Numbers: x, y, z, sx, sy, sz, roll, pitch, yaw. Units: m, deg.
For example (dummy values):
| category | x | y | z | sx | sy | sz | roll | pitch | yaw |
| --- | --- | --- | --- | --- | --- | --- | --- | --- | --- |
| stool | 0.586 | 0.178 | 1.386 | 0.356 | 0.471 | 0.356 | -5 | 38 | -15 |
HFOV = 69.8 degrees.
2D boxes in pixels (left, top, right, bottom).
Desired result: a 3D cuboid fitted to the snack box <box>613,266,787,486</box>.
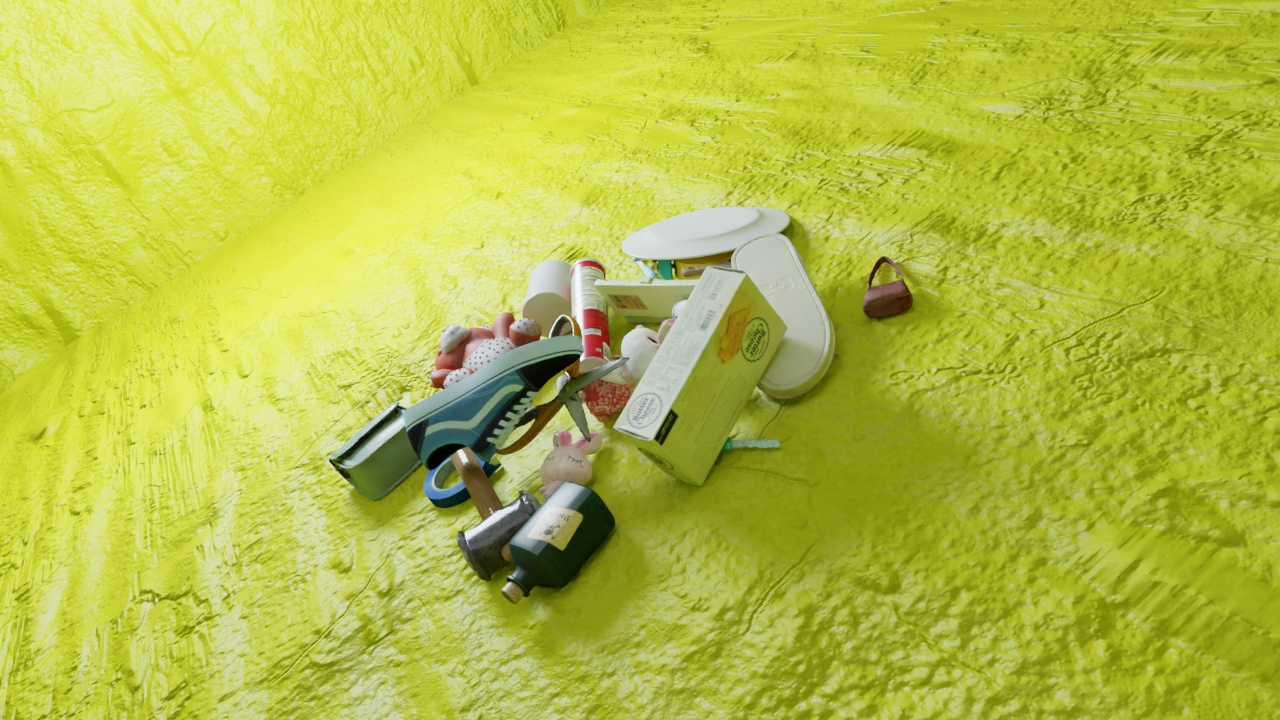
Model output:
| category | x | y | z | sx | sy | sz | roll | pitch | yaw |
| --- | --- | --- | --- | --- | --- | --- | --- | --- | --- |
| snack box | 0.067 | 0.016 | 0.964 | 0.058 | 0.104 | 0.207 | 15 | 68 | 44 |

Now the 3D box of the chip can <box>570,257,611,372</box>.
| category | x | y | z | sx | sy | sz | roll | pitch | yaw |
| --- | --- | --- | --- | --- | --- | --- | --- | --- | --- |
| chip can | -0.069 | -0.056 | 1.254 | 0.052 | 0.052 | 0.214 | -21 | 41 | 14 |

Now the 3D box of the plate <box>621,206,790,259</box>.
| category | x | y | z | sx | sy | sz | roll | pitch | yaw |
| --- | --- | --- | --- | --- | --- | --- | --- | --- | --- |
| plate | 0.091 | -0.190 | 1.310 | 0.242 | 0.016 | 0.242 | -10 | 22 | 4 |

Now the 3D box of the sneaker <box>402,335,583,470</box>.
| category | x | y | z | sx | sy | sz | roll | pitch | yaw |
| --- | --- | --- | --- | --- | --- | --- | --- | --- | --- |
| sneaker | -0.159 | 0.058 | 1.068 | 0.241 | 0.083 | 0.098 | -28 | 74 | 13 |

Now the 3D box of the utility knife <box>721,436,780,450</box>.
| category | x | y | z | sx | sy | sz | roll | pitch | yaw |
| --- | --- | --- | --- | --- | --- | --- | --- | --- | --- |
| utility knife | 0.077 | 0.091 | 0.985 | 0.162 | 0.015 | 0.022 | -2 | 53 | 38 |

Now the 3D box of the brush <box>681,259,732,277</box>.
| category | x | y | z | sx | sy | sz | roll | pitch | yaw |
| --- | --- | --- | --- | --- | --- | --- | --- | --- | --- |
| brush | 0.122 | -0.122 | 1.200 | 0.151 | 0.012 | 0.039 | -7 | 27 | -21 |

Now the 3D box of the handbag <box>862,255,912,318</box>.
| category | x | y | z | sx | sy | sz | roll | pitch | yaw |
| --- | --- | --- | --- | --- | --- | --- | --- | --- | --- |
| handbag | 0.287 | -0.092 | 1.074 | 0.055 | 0.029 | 0.119 | -14 | 28 | 20 |

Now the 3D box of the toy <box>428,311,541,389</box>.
| category | x | y | z | sx | sy | sz | roll | pitch | yaw |
| --- | --- | --- | --- | --- | --- | --- | --- | --- | --- |
| toy | -0.234 | -0.007 | 1.313 | 0.163 | 0.093 | 0.173 | -46 | 33 | -23 |

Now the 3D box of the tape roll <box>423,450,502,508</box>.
| category | x | y | z | sx | sy | sz | roll | pitch | yaw |
| --- | --- | --- | --- | --- | --- | --- | --- | --- | --- |
| tape roll | -0.231 | 0.145 | 1.157 | 0.093 | 0.016 | 0.091 | 13 | 51 | 49 |

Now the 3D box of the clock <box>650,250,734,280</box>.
| category | x | y | z | sx | sy | sz | roll | pitch | yaw |
| --- | --- | --- | --- | --- | --- | --- | --- | --- | --- |
| clock | 0.078 | -0.139 | 1.281 | 0.130 | 0.044 | 0.098 | 13 | 32 | 38 |

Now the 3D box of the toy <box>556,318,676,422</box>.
| category | x | y | z | sx | sy | sz | roll | pitch | yaw |
| --- | --- | --- | --- | --- | --- | --- | --- | --- | --- |
| toy | -0.007 | 0.006 | 1.110 | 0.194 | 0.084 | 0.159 | -28 | -8 | 11 |

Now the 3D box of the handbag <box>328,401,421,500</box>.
| category | x | y | z | sx | sy | sz | roll | pitch | yaw |
| --- | --- | --- | --- | --- | --- | --- | --- | --- | --- |
| handbag | -0.354 | 0.119 | 1.251 | 0.121 | 0.067 | 0.106 | -44 | 32 | -22 |

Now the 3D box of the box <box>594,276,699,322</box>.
| category | x | y | z | sx | sy | sz | roll | pitch | yaw |
| --- | --- | --- | --- | --- | --- | --- | --- | --- | --- |
| box | 0.042 | -0.078 | 1.221 | 0.188 | 0.127 | 0.066 | 4 | 89 | 41 |

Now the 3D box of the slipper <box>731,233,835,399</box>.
| category | x | y | z | sx | sy | sz | roll | pitch | yaw |
| --- | --- | --- | --- | --- | --- | --- | --- | --- | --- |
| slipper | 0.164 | -0.052 | 1.081 | 0.114 | 0.054 | 0.273 | -17 | 43 | 13 |

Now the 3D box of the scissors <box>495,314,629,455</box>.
| category | x | y | z | sx | sy | sz | roll | pitch | yaw |
| --- | --- | --- | --- | --- | --- | --- | --- | --- | --- |
| scissors | -0.101 | 0.038 | 1.090 | 0.230 | 0.016 | 0.225 | -42 | 37 | 17 |

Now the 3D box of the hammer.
| category | x | y | z | sx | sy | sz | roll | pitch | yaw |
| --- | --- | --- | --- | --- | --- | --- | --- | --- | --- |
| hammer | -0.199 | 0.137 | 1.090 | 0.098 | 0.052 | 0.328 | -34 | 34 | -9 |

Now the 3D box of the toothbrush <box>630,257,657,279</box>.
| category | x | y | z | sx | sy | sz | roll | pitch | yaw |
| --- | --- | --- | --- | --- | --- | --- | --- | --- | --- |
| toothbrush | 0.007 | -0.136 | 1.349 | 0.022 | 0.016 | 0.155 | -19 | 19 | -4 |

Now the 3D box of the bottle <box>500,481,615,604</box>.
| category | x | y | z | sx | sy | sz | roll | pitch | yaw |
| --- | --- | --- | --- | --- | --- | --- | --- | --- | --- |
| bottle | -0.091 | 0.190 | 0.931 | 0.061 | 0.061 | 0.131 | 6 | 46 | 48 |

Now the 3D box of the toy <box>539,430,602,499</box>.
| category | x | y | z | sx | sy | sz | roll | pitch | yaw |
| --- | --- | --- | --- | --- | --- | --- | --- | --- | --- |
| toy | -0.083 | 0.117 | 1.050 | 0.064 | 0.047 | 0.109 | -8 | 33 | 17 |

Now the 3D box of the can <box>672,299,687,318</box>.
| category | x | y | z | sx | sy | sz | roll | pitch | yaw |
| --- | --- | --- | --- | --- | --- | --- | --- | --- | --- |
| can | 0.075 | -0.061 | 1.115 | 0.032 | 0.032 | 0.095 | -44 | 19 | -24 |

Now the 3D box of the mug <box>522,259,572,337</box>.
| category | x | y | z | sx | sy | sz | roll | pitch | yaw |
| --- | --- | --- | --- | --- | --- | --- | --- | --- | --- |
| mug | -0.114 | -0.091 | 1.363 | 0.112 | 0.079 | 0.096 | 4 | 35 | 0 |
